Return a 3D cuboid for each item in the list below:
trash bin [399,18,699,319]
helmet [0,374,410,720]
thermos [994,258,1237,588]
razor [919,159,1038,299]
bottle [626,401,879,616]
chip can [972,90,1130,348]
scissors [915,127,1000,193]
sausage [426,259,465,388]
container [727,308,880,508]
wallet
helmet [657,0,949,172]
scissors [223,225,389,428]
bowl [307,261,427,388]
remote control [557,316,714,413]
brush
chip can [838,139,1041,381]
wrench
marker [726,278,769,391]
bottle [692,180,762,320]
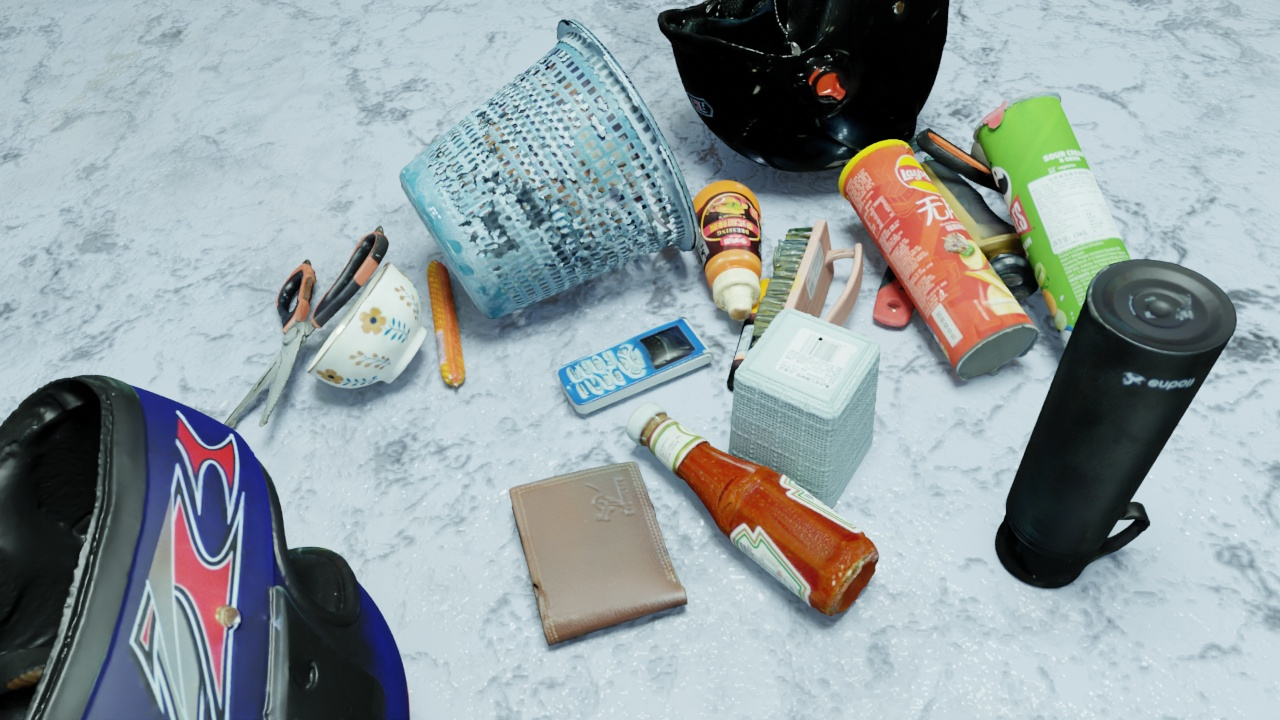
[{"bbox_3d":[-0.090,-0.146,0.800,0.195,0.227,0.226,-32,52,-5],"label":"trash bin"},{"bbox_3d":[-0.240,0.189,0.474,0.248,0.240,0.314,-20,53,24],"label":"helmet"},{"bbox_3d":[0.278,0.050,0.545,0.090,0.243,0.068,-5,49,2],"label":"thermos"},{"bbox_3d":[0.290,-0.120,0.817,0.068,0.062,0.167,-37,50,18],"label":"razor"},{"bbox_3d":[0.071,0.096,0.651,0.059,0.060,0.206,-38,55,-25],"label":"bottle"},{"bbox_3d":[0.338,-0.094,0.721,0.072,0.072,0.235,-13,73,-6],"label":"chip can"},{"bbox_3d":[0.342,-0.149,0.830,0.229,0.022,0.220,23,34,-10],"label":"scissors"},{"bbox_3d":[-0.174,-0.036,0.819,0.021,0.021,0.165,-13,49,-6],"label":"sausage"},{"bbox_3d":[0.118,0.033,0.666,0.090,0.112,0.089,24,56,25],"label":"container"},{"bbox_3d":[-0.032,0.132,0.649,0.101,0.032,0.124,-14,49,-10],"label":"wallet"},{"bbox_3d":[0.155,-0.291,0.873,0.274,0.230,0.233,-19,35,-12],"label":"helmet"},{"bbox_3d":[-0.293,-0.036,0.804,0.189,0.015,0.226,-36,39,6],"label":"scissors"},{"bbox_3d":[-0.220,-0.020,0.769,0.062,0.114,0.113,38,50,-18],"label":"bowl"},{"bbox_3d":[-0.005,0.004,0.763,0.124,0.024,0.049,-23,50,-12],"label":"remote control"},{"bbox_3d":[0.141,-0.049,0.769,0.073,0.063,0.145,6,49,25],"label":"brush"},{"bbox_3d":[0.243,-0.089,0.766,0.073,0.073,0.216,-16,57,-8],"label":"chip can"},{"bbox_3d":[0.258,-0.128,0.858,0.056,0.016,0.272,13,51,13],"label":"wrench"},{"bbox_3d":[0.095,-0.023,0.784,0.018,0.015,0.123,-5,46,33],"label":"marker"},{"bbox_3d":[0.080,-0.094,0.814,0.067,0.067,0.149,-5,50,2],"label":"bottle"}]
